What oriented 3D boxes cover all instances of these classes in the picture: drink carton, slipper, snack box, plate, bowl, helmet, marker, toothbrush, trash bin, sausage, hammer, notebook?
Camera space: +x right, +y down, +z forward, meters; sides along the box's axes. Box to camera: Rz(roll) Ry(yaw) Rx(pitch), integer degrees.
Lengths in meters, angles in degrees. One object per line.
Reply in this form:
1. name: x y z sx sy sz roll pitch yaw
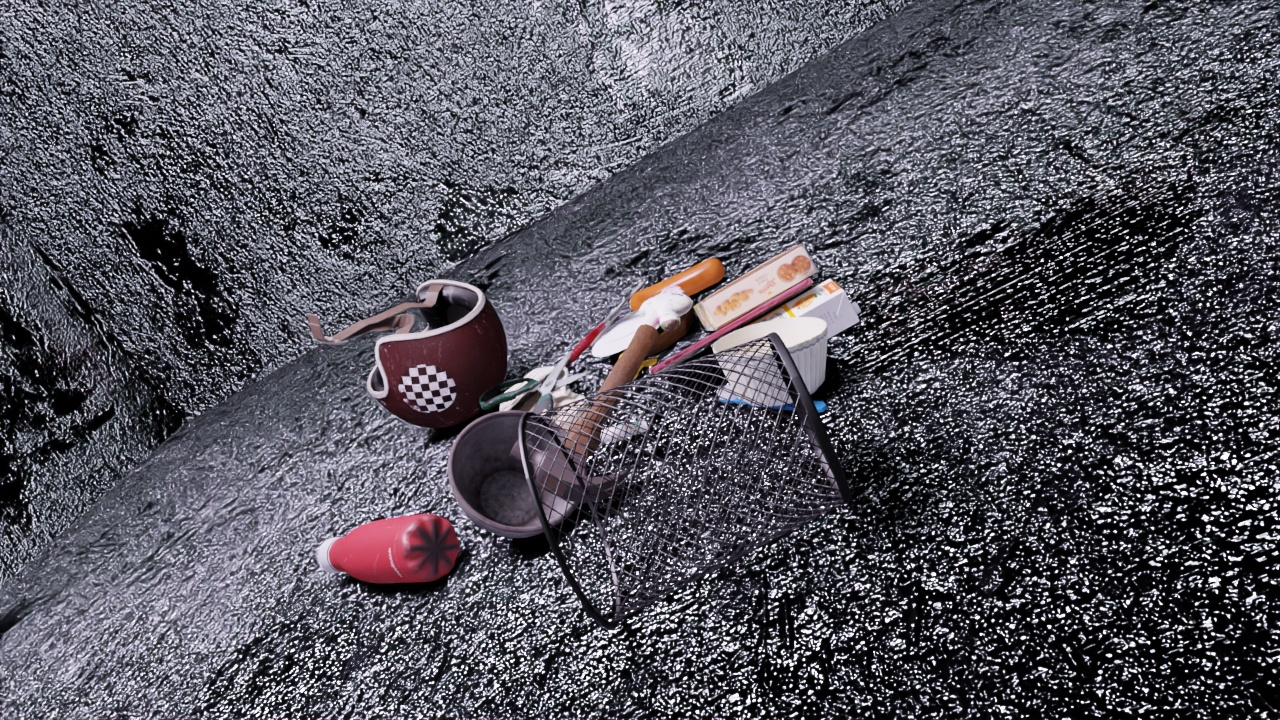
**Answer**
1. drink carton: 0.181 -0.042 1.029 0.122 0.040 0.058 -30 18 6
2. slipper: -0.139 0.057 1.279 0.114 0.054 0.273 -40 20 -10
3. snack box: 0.141 -0.090 1.165 0.143 0.041 0.147 -30 2 1
4. plate: -0.015 -0.049 1.324 0.135 0.011 0.134 -28 18 10
5. bowl: 0.135 0.003 0.920 0.115 0.062 0.115 -14 15 3
6. helmet: -0.332 -0.015 1.442 0.234 0.254 0.232 -1 31 10
7. marker: -0.063 0.093 1.045 0.145 0.017 0.017 -15 17 -6
8. toothbrush: 0.131 0.039 0.941 0.016 0.014 0.167 -40 20 -23
9. bowl: -0.135 0.131 0.980 0.144 0.145 0.067 -46 -13 -38
10. trash bin: 0.039 0.084 0.727 0.210 0.184 0.184 -24 19 5
11. sausage: 0.054 -0.112 1.422 0.165 0.039 0.044 -23 17 25
12. plate: 0.024 -0.042 1.309 0.131 0.025 0.131 -28 18 10
13. hammer: -0.036 0.045 1.035 0.033 0.115 0.322 -66 -4 35
14. notebook: 0.109 -0.038 1.100 0.209 0.012 0.153 -30 -3 6

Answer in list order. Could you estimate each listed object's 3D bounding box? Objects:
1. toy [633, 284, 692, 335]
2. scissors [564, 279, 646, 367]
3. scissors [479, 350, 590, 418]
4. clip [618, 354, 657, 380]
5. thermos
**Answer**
1. toy: 0.032 -0.070 1.260 0.079 0.038 0.122 -18 28 26
2. scissors: -0.059 -0.048 1.375 0.198 0.015 0.179 -45 -1 -1
3. scissors: -0.160 0.059 1.226 0.205 0.015 0.201 -12 33 37
4. clip: -0.006 0.008 1.242 0.054 0.048 0.046 -14 -16 42
5. thermos: -0.306 0.223 1.070 0.241 0.073 0.073 -15 24 43
